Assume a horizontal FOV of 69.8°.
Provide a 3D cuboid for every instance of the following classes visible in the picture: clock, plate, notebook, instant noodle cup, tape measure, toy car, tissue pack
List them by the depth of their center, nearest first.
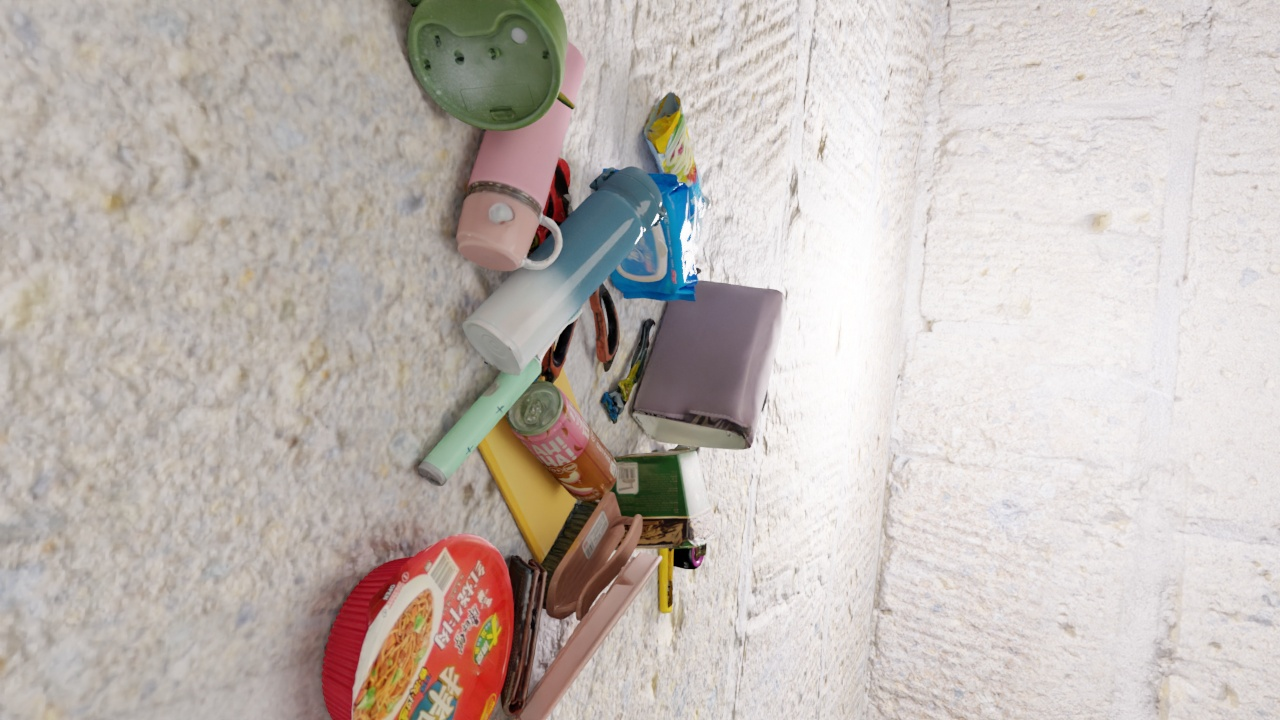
[{"bbox_3d":[-0.113,-0.248,0.673,0.161,0.116,0.056,75,21,-44],"label":"clock"},{"bbox_3d":[-0.173,0.222,0.698,0.193,0.066,0.194,7,90,-65],"label":"instant noodle cup"},{"bbox_3d":[-0.085,-0.136,0.853,0.049,0.031,0.106,-12,108,-63],"label":"toy car"},{"bbox_3d":[-0.056,0.276,0.881,0.229,0.028,0.230,-53,172,-12],"label":"plate"},{"bbox_3d":[-0.097,0.079,0.894,0.145,0.010,0.206,-62,147,-39],"label":"notebook"},{"bbox_3d":[0.007,-0.128,0.976,0.052,0.095,0.157,-53,143,-46],"label":"tissue pack"},{"bbox_3d":[0.066,0.255,1.245,0.057,0.039,0.057,-12,105,-64],"label":"tape measure"}]

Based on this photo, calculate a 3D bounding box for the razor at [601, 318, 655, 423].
[{"bbox_3d":[-0.006,0.006,1.060,0.043,0.022,0.142,70,35,-47],"label":"razor"}]

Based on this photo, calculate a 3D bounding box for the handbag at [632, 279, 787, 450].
[{"bbox_3d":[0.090,0.006,1.120,0.098,0.145,0.196,53,49,-52],"label":"handbag"}]

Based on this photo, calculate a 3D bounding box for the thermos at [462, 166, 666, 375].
[{"bbox_3d":[-0.062,-0.085,0.803,0.220,0.070,0.070,-51,142,-24],"label":"thermos"}]

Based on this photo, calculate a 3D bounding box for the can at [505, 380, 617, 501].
[{"bbox_3d":[-0.071,0.079,0.866,0.147,0.058,0.057,58,44,-52],"label":"can"}]

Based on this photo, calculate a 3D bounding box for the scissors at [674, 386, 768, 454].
[{"bbox_3d":[0.101,0.067,1.168,0.019,0.179,0.172,33,66,-36],"label":"scissors"}]

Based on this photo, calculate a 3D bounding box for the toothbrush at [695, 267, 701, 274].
[{"bbox_3d":[0.031,-0.105,1.122,0.188,0.018,0.014,-16,101,-62],"label":"toothbrush"}]

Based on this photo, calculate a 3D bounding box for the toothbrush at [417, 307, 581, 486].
[{"bbox_3d":[-0.113,0.022,0.793,0.223,0.026,0.027,-52,127,-36],"label":"toothbrush"}]

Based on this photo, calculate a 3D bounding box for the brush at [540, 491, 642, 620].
[{"bbox_3d":[-0.054,0.204,0.940,0.145,0.073,0.063,-54,142,-44],"label":"brush"}]

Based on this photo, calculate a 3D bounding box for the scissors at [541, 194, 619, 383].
[{"bbox_3d":[-0.053,-0.069,0.907,0.189,0.015,0.222,28,75,-66],"label":"scissors"}]

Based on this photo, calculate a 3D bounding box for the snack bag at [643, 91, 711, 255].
[{"bbox_3d":[0.050,-0.220,1.116,0.191,0.039,0.110,67,26,-47],"label":"snack bag"}]

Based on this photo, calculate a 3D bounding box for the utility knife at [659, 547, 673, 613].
[{"bbox_3d":[0.037,0.265,1.212,0.033,0.015,0.154,-22,115,-59],"label":"utility knife"}]

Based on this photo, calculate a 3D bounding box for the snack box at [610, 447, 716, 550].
[{"bbox_3d":[0.019,0.157,1.052,0.117,0.118,0.105,5,79,-72],"label":"snack box"}]

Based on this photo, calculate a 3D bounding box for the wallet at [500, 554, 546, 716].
[{"bbox_3d":[-0.108,0.241,0.821,0.101,0.032,0.124,158,-61,-77],"label":"wallet"}]

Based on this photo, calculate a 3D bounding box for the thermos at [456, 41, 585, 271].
[{"bbox_3d":[-0.091,-0.171,0.769,0.067,0.087,0.198,139,-35,-69],"label":"thermos"}]
